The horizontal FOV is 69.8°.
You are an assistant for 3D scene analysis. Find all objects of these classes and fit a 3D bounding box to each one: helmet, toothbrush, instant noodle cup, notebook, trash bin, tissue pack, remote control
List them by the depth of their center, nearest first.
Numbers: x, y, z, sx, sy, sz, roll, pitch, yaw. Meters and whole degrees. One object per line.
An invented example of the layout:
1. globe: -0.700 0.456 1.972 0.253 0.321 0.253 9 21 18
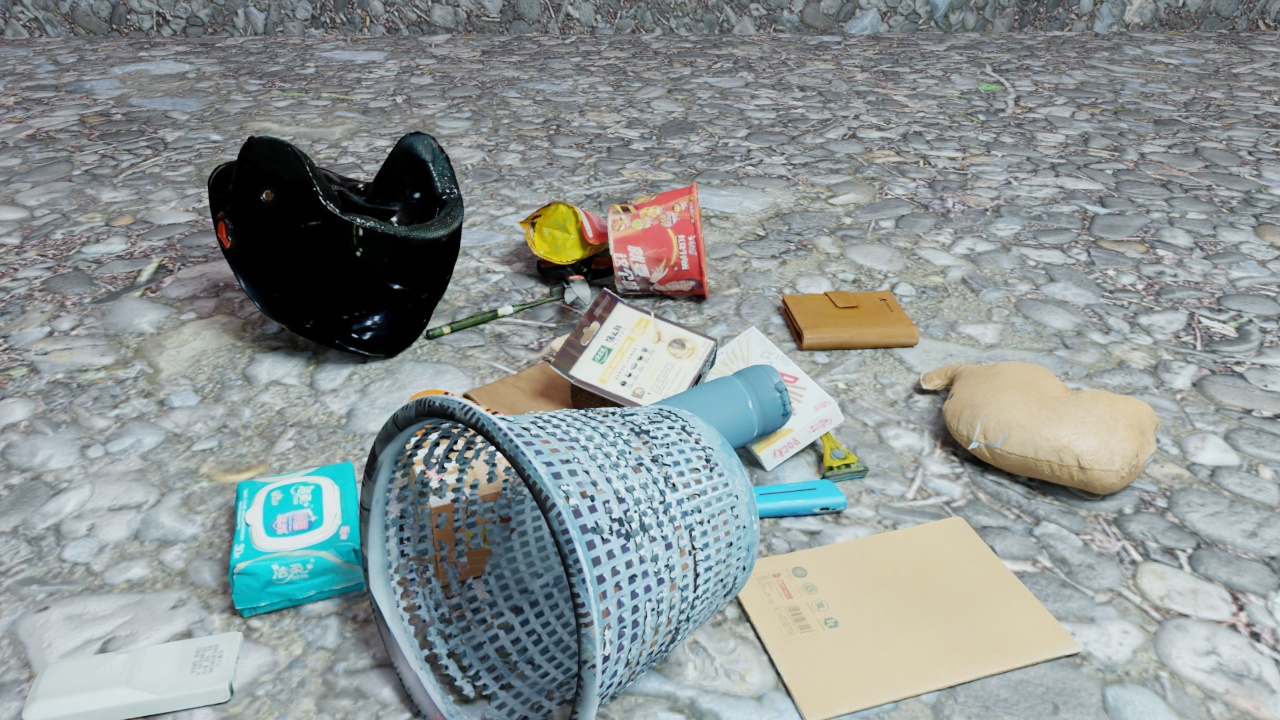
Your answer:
1. trash bin: -0.037 0.119 0.589 0.194 0.227 0.227 -11 29 -44
2. remote control: -0.326 0.206 0.593 0.125 0.024 0.049 -6 31 -12
3. notebook: 0.182 0.178 0.662 0.207 0.008 0.147 -8 31 -15
4. tissue pack: -0.261 0.129 0.701 0.093 0.050 0.133 -10 31 -16
5. helmet: -0.324 -0.131 0.977 0.275 0.230 0.232 18 20 26
6. toothbrush: -0.163 -0.058 1.060 0.185 0.017 0.012 -21 38 -33
7. instant noodle cup: 0.022 -0.137 1.096 0.108 0.138 0.137 -6 30 5

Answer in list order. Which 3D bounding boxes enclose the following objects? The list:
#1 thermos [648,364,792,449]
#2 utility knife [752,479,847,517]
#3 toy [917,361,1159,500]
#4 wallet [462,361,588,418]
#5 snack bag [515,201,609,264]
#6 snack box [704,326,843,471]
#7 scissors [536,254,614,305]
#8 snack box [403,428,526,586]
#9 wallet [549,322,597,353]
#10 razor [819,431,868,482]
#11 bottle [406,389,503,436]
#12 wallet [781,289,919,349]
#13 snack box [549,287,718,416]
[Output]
1. thermos: 0.025 0.064 0.772 0.220 0.070 0.070 -21 35 -16
2. utility knife: 0.067 0.119 0.756 0.203 0.018 0.034 -4 31 -5
3. toy: 0.340 0.047 0.829 0.143 0.083 0.226 -20 32 -39
4. wallet: -0.099 0.044 0.885 0.101 0.020 0.115 -22 40 -35
5. snack bag: -0.082 -0.172 1.185 0.128 0.073 0.207 14 14 7
6. snack box: 0.113 0.032 0.866 0.084 0.027 0.156 -34 36 -4
7. scissors: -0.062 -0.100 1.091 0.160 0.022 0.234 -9 21 -27
8. snack box: -0.125 0.107 0.715 0.094 0.077 0.093 -12 32 -22
9. wallet: -0.022 0.002 0.925 0.087 0.024 0.115 -26 52 -36
10. razor: 0.160 0.066 0.842 0.043 0.028 0.132 -11 30 -12
11. bottle: -0.133 0.070 0.800 0.149 0.067 0.066 14 32 9
12. wallet: 0.233 -0.047 1.035 0.132 0.031 0.107 -1 31 -5
13. snack box: -0.005 0.005 0.868 0.126 0.053 0.113 22 53 15
